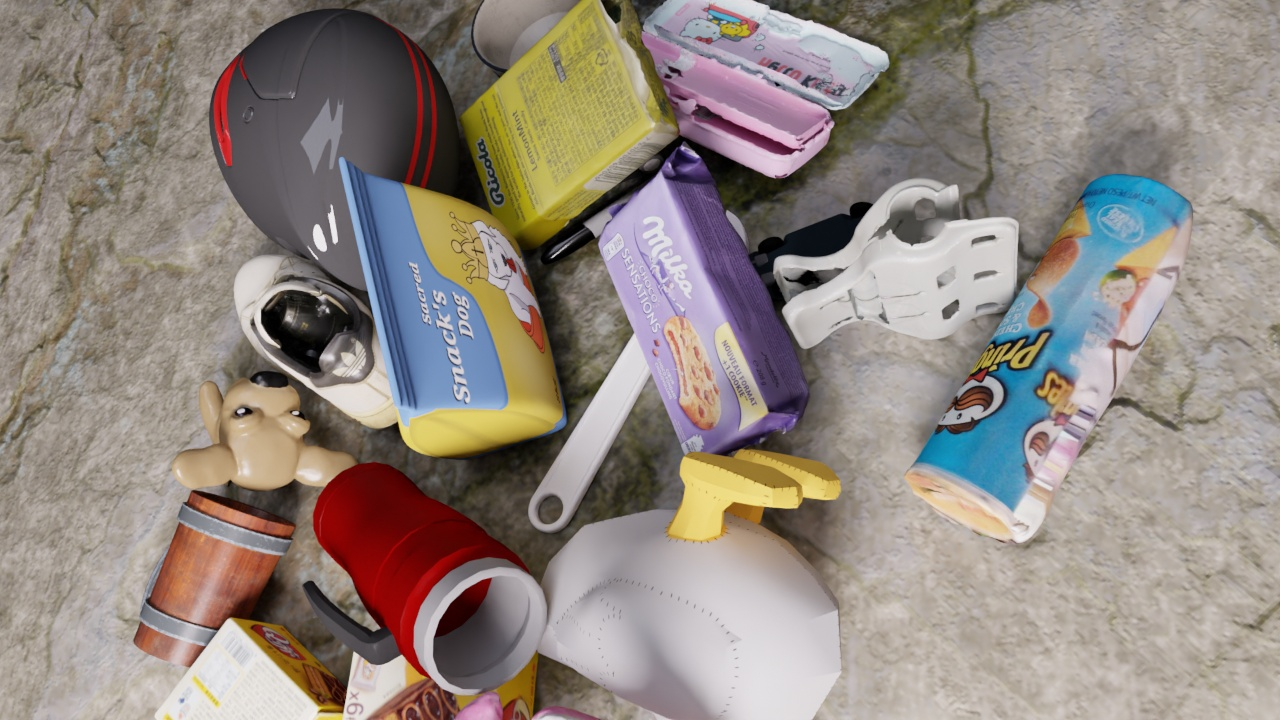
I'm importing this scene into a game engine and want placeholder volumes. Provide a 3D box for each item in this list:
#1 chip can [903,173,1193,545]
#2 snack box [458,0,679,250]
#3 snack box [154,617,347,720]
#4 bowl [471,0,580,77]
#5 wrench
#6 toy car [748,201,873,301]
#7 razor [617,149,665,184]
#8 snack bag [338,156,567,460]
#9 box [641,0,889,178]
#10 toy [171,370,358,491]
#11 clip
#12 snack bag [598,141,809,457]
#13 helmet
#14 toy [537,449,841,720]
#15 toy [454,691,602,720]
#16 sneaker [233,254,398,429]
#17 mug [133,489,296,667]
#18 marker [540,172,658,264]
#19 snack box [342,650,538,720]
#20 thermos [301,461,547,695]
[{"bbox_3d":[0.252,-0.002,0.557,0.080,0.080,0.229,30,81,26],"label":"chip can"},{"bbox_3d":[-0.055,-0.178,0.691,0.181,0.045,0.121,-30,76,38],"label":"snack box"},{"bbox_3d":[-0.260,0.244,0.633,0.106,0.061,0.083,31,80,27],"label":"snack box"},{"bbox_3d":[-0.080,-0.276,0.788,0.116,0.059,0.115,-7,67,16],"label":"bowl"},{"bbox_3d":[-0.004,0.004,0.672,0.066,0.018,0.273,26,80,25],"label":"wrench"},{"bbox_3d":[0.129,-0.075,0.649,0.112,0.034,0.046,-20,63,11],"label":"toy car"},{"bbox_3d":[-0.053,-0.190,0.749,0.156,0.057,0.060,37,98,29],"label":"razor"},{"bbox_3d":[-0.132,-0.026,0.605,0.102,0.205,0.159,-18,76,6],"label":"snack bag"},{"bbox_3d":[0.073,-0.225,0.725,0.201,0.045,0.154,32,59,26],"label":"box"},{"bbox_3d":[-0.301,0.057,0.713,0.108,0.134,0.106,13,95,50],"label":"toy"},{"bbox_3d":[0.159,-0.061,0.585,0.152,0.126,0.091,-5,65,21],"label":"clip"},{"bbox_3d":[0.041,-0.035,0.615,0.097,0.058,0.205,-40,67,51],"label":"snack bag"},{"bbox_3d":[-0.230,-0.176,0.728,0.170,0.164,0.264,-21,68,29],"label":"helmet"},{"bbox_3d":[0.036,0.182,0.524,0.247,0.140,0.267,15,94,29],"label":"toy"},{"bbox_3d":[-0.080,0.240,0.474,0.266,0.186,0.127,-32,28,20],"label":"toy"},{"bbox_3d":[-0.273,-0.031,0.721,0.242,0.102,0.089,30,81,35],"label":"sneaker"},{"bbox_3d":[-0.329,0.159,0.689,0.117,0.081,0.111,11,75,41],"label":"mug"},{"bbox_3d":[-0.022,-0.119,0.730,0.138,0.016,0.022,-34,39,1],"label":"marker"},{"bbox_3d":[-0.133,0.293,0.570,0.110,0.062,0.229,-3,67,16],"label":"snack box"},{"bbox_3d":[-0.151,0.135,0.582,0.107,0.084,0.199,-26,26,-29],"label":"thermos"}]
